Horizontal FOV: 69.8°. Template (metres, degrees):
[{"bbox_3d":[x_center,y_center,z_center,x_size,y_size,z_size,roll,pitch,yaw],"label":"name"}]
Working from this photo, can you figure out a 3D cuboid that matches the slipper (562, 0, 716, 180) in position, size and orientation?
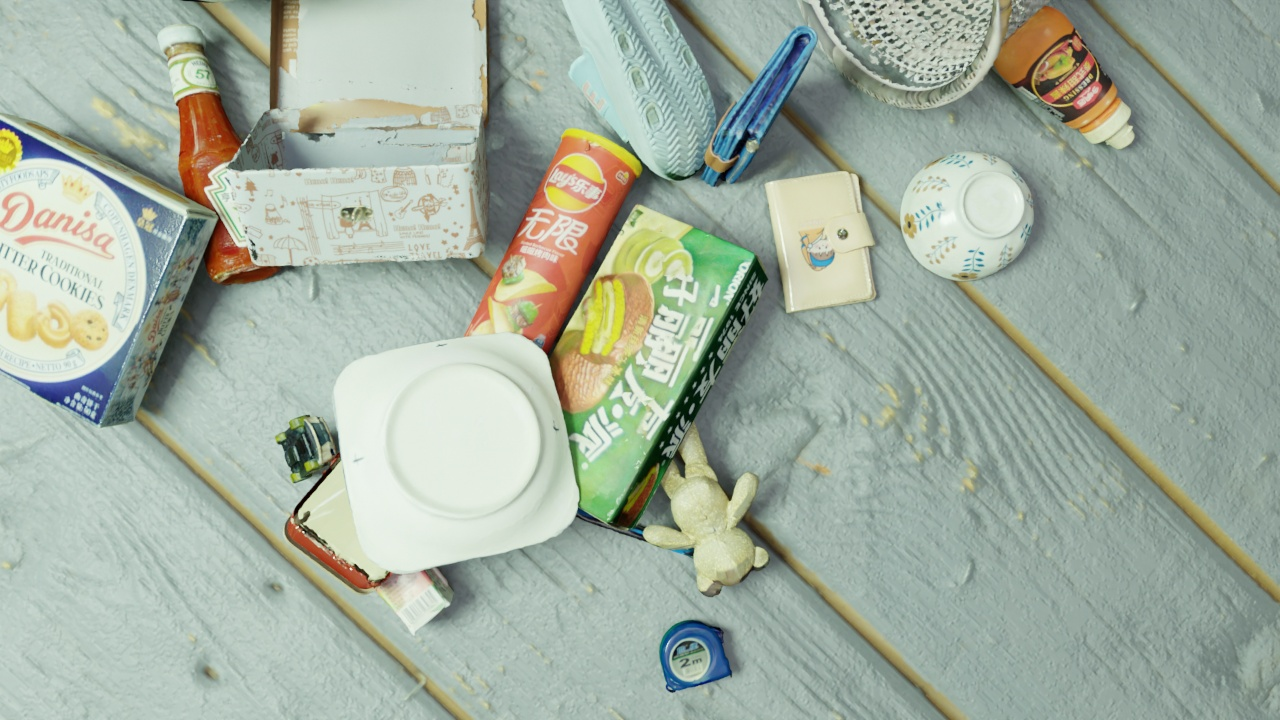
[{"bbox_3d":[-0.021,-0.254,0.740,0.103,0.074,0.245,-46,115,-44],"label":"slipper"}]

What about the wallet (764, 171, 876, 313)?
[{"bbox_3d":[0.159,-0.104,0.794,0.087,0.024,0.115,-9,87,-7],"label":"wallet"}]

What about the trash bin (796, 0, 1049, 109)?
[{"bbox_3d":[0.260,-0.346,0.733,0.191,0.228,0.227,-33,91,-19],"label":"trash bin"}]

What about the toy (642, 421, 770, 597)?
[{"bbox_3d":[0.045,0.113,0.758,0.105,0.066,0.157,-26,83,-5],"label":"toy"}]

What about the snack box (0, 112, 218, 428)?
[{"bbox_3d":[-0.440,-0.069,0.699,0.178,0.045,0.182,27,97,6],"label":"snack box"}]

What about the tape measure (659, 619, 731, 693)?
[{"bbox_3d":[0.043,0.245,0.767,0.058,0.025,0.054,-14,87,-10],"label":"tape measure"}]

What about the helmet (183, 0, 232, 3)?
[{"bbox_3d":[-0.314,-0.354,0.686,0.274,0.229,0.157,-2,130,-6],"label":"helmet"}]

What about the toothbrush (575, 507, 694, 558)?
[{"bbox_3d":[-0.033,0.133,0.773,0.189,0.016,0.014,21,76,-7],"label":"toothbrush"}]

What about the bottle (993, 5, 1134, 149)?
[{"bbox_3d":[0.377,-0.241,0.804,0.149,0.067,0.066,41,84,-9],"label":"bottle"}]

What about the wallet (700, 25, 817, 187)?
[{"bbox_3d":[0.092,-0.198,0.737,0.040,0.133,0.106,34,84,1],"label":"wallet"}]

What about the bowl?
[{"bbox_3d":[0.288,-0.128,0.788,0.113,0.062,0.113,0,88,-4],"label":"bowl"}]

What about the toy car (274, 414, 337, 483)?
[{"bbox_3d":[-0.258,0.067,0.716,0.035,0.091,0.042,-22,87,-34],"label":"toy car"}]

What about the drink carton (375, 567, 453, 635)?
[{"bbox_3d":[-0.202,0.156,0.735,0.045,0.053,0.122,-38,91,-10],"label":"drink carton"}]

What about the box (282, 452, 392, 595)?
[{"bbox_3d":[-0.178,0.084,0.690,0.091,0.080,0.167,39,58,-8],"label":"box"}]

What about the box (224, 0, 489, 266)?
[{"bbox_3d":[-0.210,-0.191,0.731,0.179,0.126,0.273,-2,60,-5],"label":"box"}]

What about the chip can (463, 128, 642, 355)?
[{"bbox_3d":[-0.077,-0.079,0.747,0.073,0.073,0.216,27,86,-3],"label":"chip can"}]

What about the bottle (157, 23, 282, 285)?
[{"bbox_3d":[-0.340,-0.165,0.733,0.059,0.060,0.206,-16,89,-6],"label":"bottle"}]

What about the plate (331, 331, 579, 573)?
[{"bbox_3d":[-0.129,0.060,0.657,0.163,0.034,0.164,-11,78,-20],"label":"plate"}]

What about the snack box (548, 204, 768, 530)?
[{"bbox_3d":[-0.004,0.004,0.736,0.114,0.063,0.240,27,85,23],"label":"snack box"}]
